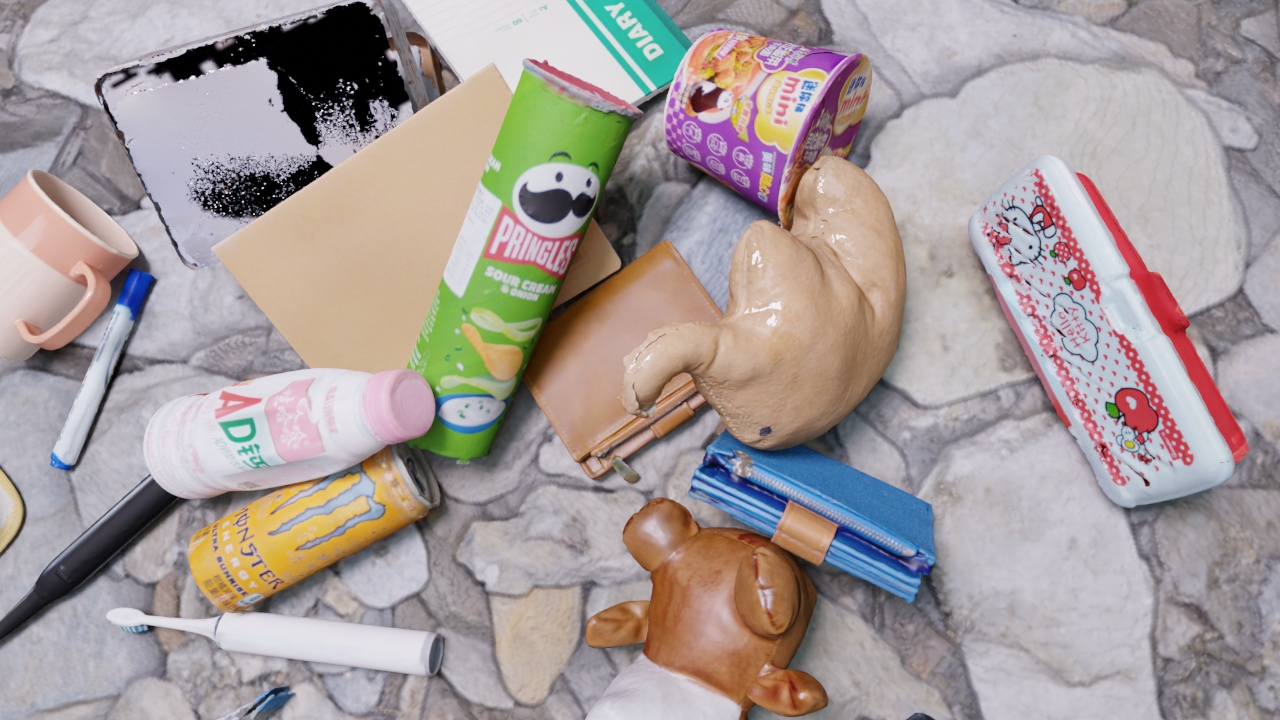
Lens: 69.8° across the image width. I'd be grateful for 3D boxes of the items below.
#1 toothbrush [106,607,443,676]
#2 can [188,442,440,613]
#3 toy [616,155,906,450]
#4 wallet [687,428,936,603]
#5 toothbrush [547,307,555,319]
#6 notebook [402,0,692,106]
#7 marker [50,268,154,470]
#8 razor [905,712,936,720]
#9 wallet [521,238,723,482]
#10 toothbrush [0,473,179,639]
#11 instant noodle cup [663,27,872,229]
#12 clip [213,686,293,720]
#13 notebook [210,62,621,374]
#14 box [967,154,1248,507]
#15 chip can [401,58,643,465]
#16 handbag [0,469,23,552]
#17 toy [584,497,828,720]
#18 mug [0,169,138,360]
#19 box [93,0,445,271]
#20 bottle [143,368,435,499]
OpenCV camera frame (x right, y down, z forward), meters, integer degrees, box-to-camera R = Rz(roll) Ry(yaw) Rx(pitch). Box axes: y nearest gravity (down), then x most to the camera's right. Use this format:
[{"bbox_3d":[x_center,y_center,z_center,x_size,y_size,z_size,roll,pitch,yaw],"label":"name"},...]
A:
[{"bbox_3d":[-0.234,0.174,0.579,0.221,0.026,0.026,4,40,8],"label":"toothbrush"},{"bbox_3d":[-0.203,0.101,0.575,0.146,0.058,0.058,-28,76,0],"label":"can"},{"bbox_3d":[0.079,-0.014,0.505,0.083,0.143,0.225,0,32,43],"label":"toy"},{"bbox_3d":[0.100,0.080,0.523,0.133,0.106,0.040,24,108,11],"label":"wallet"},{"bbox_3d":[-0.040,-0.118,0.624,0.016,0.018,0.191,15,80,8],"label":"toothbrush"},{"bbox_3d":[-0.074,-0.246,0.647,0.150,0.012,0.209,-33,74,-12],"label":"notebook"},{"bbox_3d":[-0.375,0.005,0.640,0.017,0.017,0.145,16,80,10],"label":"marker"},{"bbox_3d":[0.113,0.260,0.510,0.167,0.062,0.067,-39,106,-8],"label":"razor"},{"bbox_3d":[-0.003,0.003,0.584,0.130,0.035,0.119,-34,76,0],"label":"wallet"},{"bbox_3d":[-0.377,0.139,0.605,0.212,0.027,0.026,-42,114,-3],"label":"toothbrush"},{"bbox_3d":[0.075,-0.153,0.576,0.099,0.111,0.111,28,82,20],"label":"instant noodle cup"},{"bbox_3d":[-0.245,0.221,0.574,0.057,0.024,0.028,-38,72,5],"label":"clip"},{"bbox_3d":[-0.137,-0.065,0.575,0.208,0.008,0.148,-31,112,7],"label":"notebook"},{"bbox_3d":[0.270,-0.022,0.523,0.095,0.099,0.201,-24,76,2],"label":"box"},{"bbox_3d":[-0.080,-0.053,0.542,0.072,0.072,0.236,30,109,12],"label":"chip can"},{"bbox_3d":[-0.533,0.113,0.616,0.163,0.063,0.178,41,89,15],"label":"handbag"},{"bbox_3d":[0.023,0.186,0.500,0.140,0.130,0.199,18,90,46],"label":"toy"},{"bbox_3d":[-0.405,-0.054,0.620,0.106,0.081,0.114,-46,65,-2],"label":"mug"},{"bbox_3d":[-0.222,-0.157,0.622,0.182,0.168,0.151,-15,118,-1],"label":"box"},{"bbox_3d":[-0.211,0.041,0.552,0.197,0.068,0.068,-11,75,27],"label":"bottle"}]
